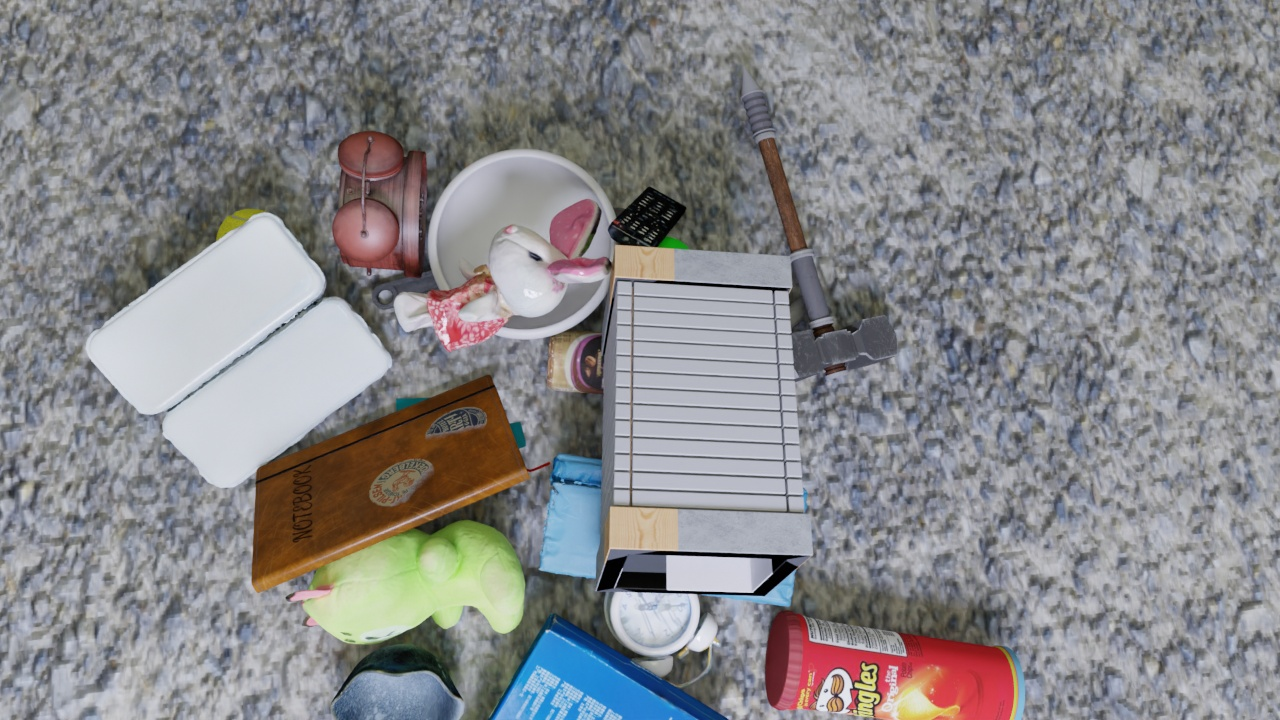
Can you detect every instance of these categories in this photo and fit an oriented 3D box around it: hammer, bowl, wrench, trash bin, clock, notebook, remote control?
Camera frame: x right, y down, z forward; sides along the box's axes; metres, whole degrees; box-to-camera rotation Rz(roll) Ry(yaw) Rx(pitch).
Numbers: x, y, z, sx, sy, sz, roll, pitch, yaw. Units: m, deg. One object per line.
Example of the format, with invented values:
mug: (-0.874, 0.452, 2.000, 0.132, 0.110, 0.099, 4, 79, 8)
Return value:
hammer: (0.146, -0.138, 0.896, 0.155, 0.043, 0.322, -11, 81, -29)
bowl: (-0.212, 0.287, 0.808, 0.110, 0.110, 0.055, -5, 36, -5)
wrench: (-0.132, -0.097, 0.911, 0.273, 0.018, 0.073, -17, 84, -5)
trash bin: (0.042, 0.052, 0.749, 0.142, 0.143, 0.246, 3, 64, -6)
clock: (-0.236, -0.141, 0.840, 0.072, 0.158, 0.120, 2, 80, -10)
notebook: (-0.219, 0.093, 0.815, 0.249, 0.178, 0.014, -22, 124, -8)
clock: (0.019, 0.241, 0.846, 0.088, 0.052, 0.125, -32, 87, -10)
remote control: (0.007, -0.132, 0.876, 0.047, 0.150, 0.022, 30, 117, 1)
bowl: (-0.108, -0.106, 0.871, 0.176, 0.066, 0.176, 0, 87, -4)

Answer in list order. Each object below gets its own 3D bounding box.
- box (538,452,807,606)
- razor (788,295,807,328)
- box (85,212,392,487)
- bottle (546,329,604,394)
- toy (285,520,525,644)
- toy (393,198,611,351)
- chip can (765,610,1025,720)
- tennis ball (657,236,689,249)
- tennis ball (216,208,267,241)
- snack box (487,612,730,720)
box: (0.027, 0.155, 0.841, 0.231, 0.094, 0.111, 9, 81, -4)
razor: (0.131, -0.027, 0.908, 0.116, 0.047, 0.088, -40, 85, -17)
box: (-0.362, -0.006, 0.838, 0.209, 0.045, 0.191, -36, 105, -5)
bottle: (-0.005, 0.005, 0.880, 0.166, 0.060, 0.059, 4, 80, -4)
toy: (-0.198, 0.190, 0.797, 0.197, 0.150, 0.107, 6, 63, -4)
toy: (-0.114, -0.069, 0.785, 0.194, 0.158, 0.084, -22, 120, 10)
chip can: (0.227, 0.286, 0.835, 0.213, 0.087, 0.087, 9, 79, -3)
tennis ball: (0.022, -0.088, 0.895, 0.065, 0.065, 0.065, 1, 80, -4)
tennis ball: (-0.367, -0.111, 0.871, 0.065, 0.065, 0.065, 1, 80, -4)
snack box: (-0.055, 0.372, 0.794, 0.195, 0.056, 0.239, 31, 90, 1)
